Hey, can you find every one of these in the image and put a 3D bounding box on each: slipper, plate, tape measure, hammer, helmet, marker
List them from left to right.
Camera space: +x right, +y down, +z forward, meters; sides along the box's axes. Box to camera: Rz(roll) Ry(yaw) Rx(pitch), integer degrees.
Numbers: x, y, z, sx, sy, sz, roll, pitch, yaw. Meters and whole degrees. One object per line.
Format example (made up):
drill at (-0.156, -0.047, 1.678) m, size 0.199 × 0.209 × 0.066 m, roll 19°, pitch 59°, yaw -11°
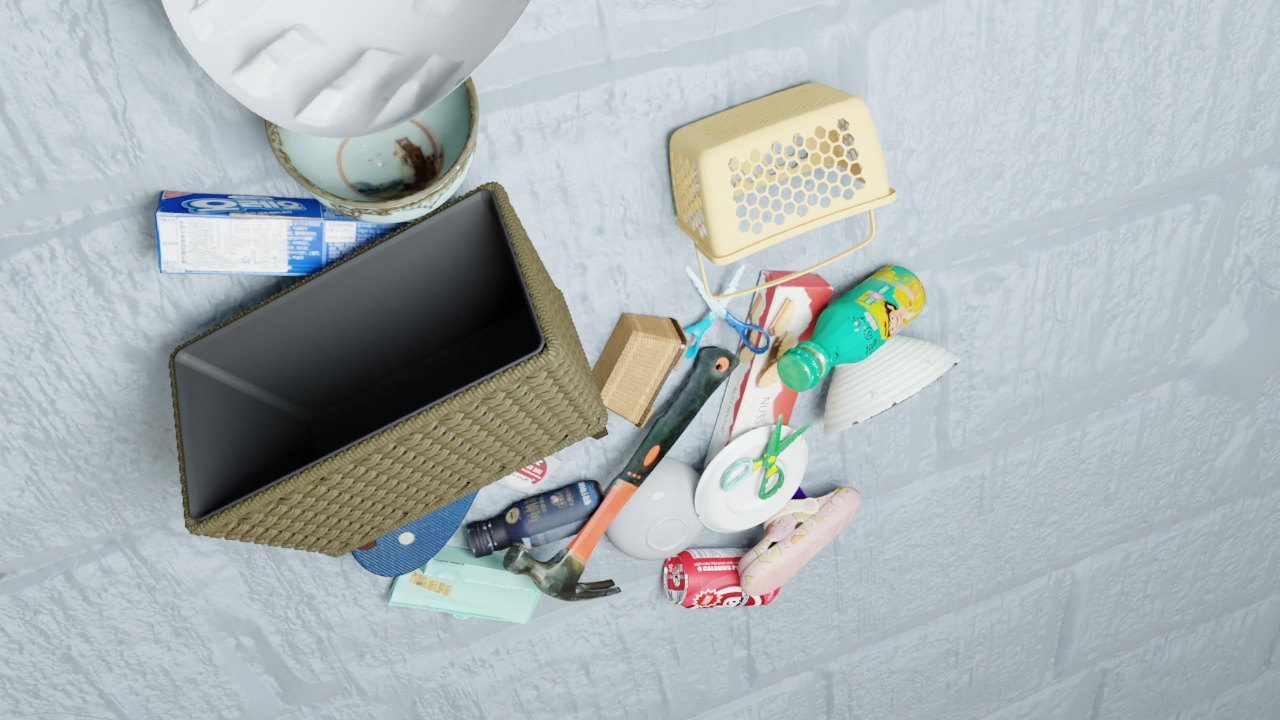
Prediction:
helmet at (-0.180, -0.284, 0.613) m, size 0.224 × 0.184 × 0.282 m, roll 35°, pitch 89°, yaw -9°
slipper at (-0.198, 0.098, 0.954) m, size 0.295 × 0.060 × 0.118 m, roll -46°, pitch 122°, yaw 4°
tape measure at (-0.128, 0.114, 1.013) m, size 0.060 × 0.020 × 0.062 m, roll 32°, pitch 107°, yaw -35°
hammer at (-0.002, 0.121, 1.011) m, size 0.133 × 0.033 × 0.333 m, roll 37°, pitch 88°, yaw -26°
plate at (0.134, 0.144, 1.077) m, size 0.156 × 0.014 × 0.157 m, roll -16°, pitch 128°, yaw -21°
marker at (0.185, 0.150, 1.163) m, size 0.018 × 0.015 × 0.134 m, roll -47°, pitch 129°, yaw -14°
slipper at (0.189, 0.210, 1.151) m, size 0.197 × 0.081 × 0.093 m, roll -34°, pitch 151°, yaw -19°

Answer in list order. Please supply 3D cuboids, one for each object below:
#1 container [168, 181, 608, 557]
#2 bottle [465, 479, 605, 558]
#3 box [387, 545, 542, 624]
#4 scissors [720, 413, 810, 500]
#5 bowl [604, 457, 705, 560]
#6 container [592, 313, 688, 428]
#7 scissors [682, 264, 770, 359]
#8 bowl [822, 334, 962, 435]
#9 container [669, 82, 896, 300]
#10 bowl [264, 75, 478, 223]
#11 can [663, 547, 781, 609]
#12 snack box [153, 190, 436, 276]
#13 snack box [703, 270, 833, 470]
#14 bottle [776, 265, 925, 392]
container at (-0.196, 0.032, 0.796) m, size 0.321 × 0.176 × 0.205 m, roll -26°, pitch 151°, yaw 7°
bottle at (-0.116, 0.182, 1.040) m, size 0.160 × 0.056 × 0.056 m, roll -17°, pitch 127°, yaw -7°
box at (-0.183, 0.267, 1.060) m, size 0.187 × 0.078 × 0.110 m, roll 21°, pitch 105°, yaw -31°
scissors at (0.139, 0.111, 1.039) m, size 0.121 × 0.012 × 0.128 m, roll -10°, pitch 127°, yaw -26°
bowl at (0.023, 0.186, 1.092) m, size 0.131 × 0.064 × 0.132 m, roll -10°, pitch 125°, yaw -15°
container at (-0.006, 0.006, 0.966) m, size 0.061 × 0.063 × 0.114 m, roll 19°, pitch 114°, yaw -23°
scissors at (0.090, -0.046, 0.974) m, size 0.129 × 0.014 × 0.128 m, roll 23°, pitch 118°, yaw -3°
bowl at (0.270, 0.012, 1.052) m, size 0.177 × 0.177 × 0.071 m, roll -31°, pitch 87°, yaw 0°
container at (0.130, -0.154, 0.868) m, size 0.183 × 0.129 × 0.167 m, roll -22°, pitch 120°, yaw -7°
bowl at (-0.203, -0.173, 0.731) m, size 0.159 × 0.159 × 0.094 m, roll -18°, pitch 164°, yaw -10°
can at (0.107, 0.280, 1.182) m, size 0.142 × 0.074 × 0.075 m, roll 4°, pitch 120°, yaw -24°
snack box at (-0.284, -0.105, 0.782) m, size 0.226 × 0.059 × 0.060 m, roll -1°, pitch 119°, yaw -22°
snack box at (0.143, 0.028, 1.047) m, size 0.076 × 0.044 × 0.273 m, roll 0°, pitch 122°, yaw -23°
bottle at (0.221, -0.032, 0.968) m, size 0.209 × 0.068 × 0.068 m, roll -33°, pitch 134°, yaw -36°
